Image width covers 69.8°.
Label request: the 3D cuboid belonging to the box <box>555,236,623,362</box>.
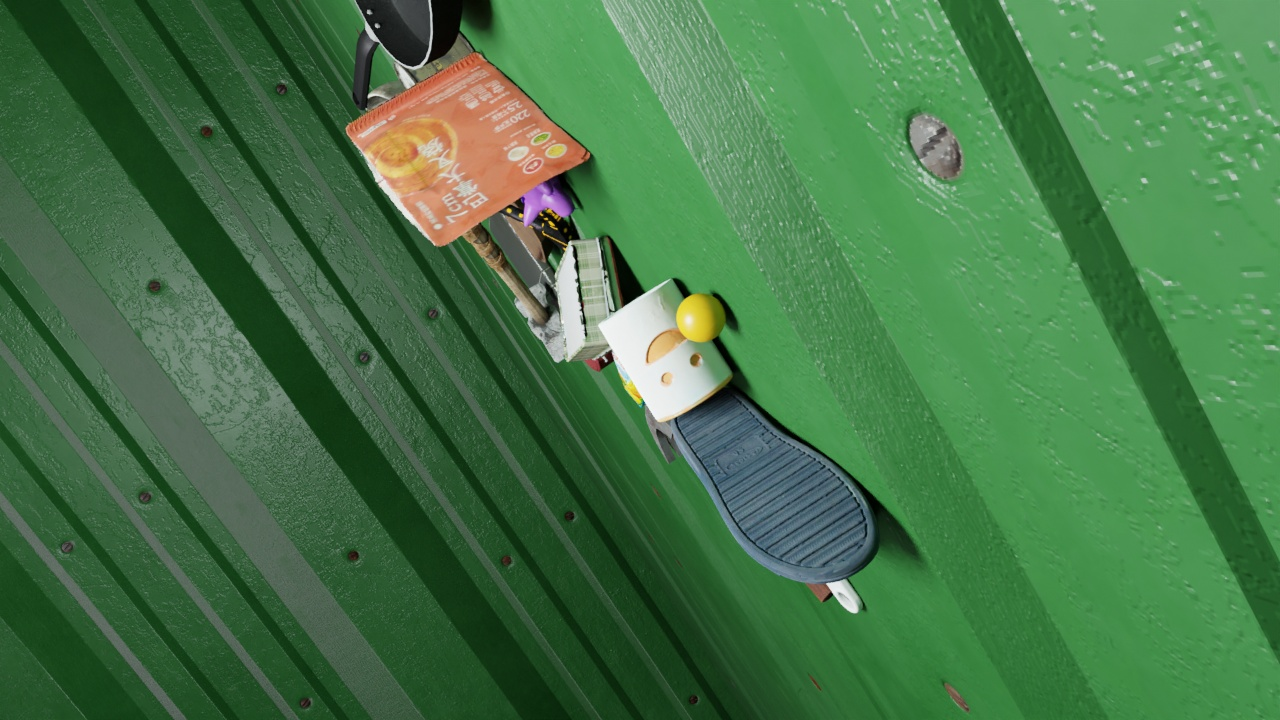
[{"bbox_3d":[-0.059,-0.063,1.023,0.206,0.050,0.117,147,117,-77],"label":"box"}]

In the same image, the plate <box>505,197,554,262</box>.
[{"bbox_3d":[-0.151,-0.189,1.199,0.131,0.025,0.131,53,169,15],"label":"plate"}]

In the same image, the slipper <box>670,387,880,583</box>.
[{"bbox_3d":[0.109,0.116,0.793,0.263,0.101,0.082,47,166,54],"label":"slipper"}]

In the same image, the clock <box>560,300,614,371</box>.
[{"bbox_3d":[-0.065,-0.034,1.225,0.096,0.048,0.138,57,168,-6],"label":"clock"}]

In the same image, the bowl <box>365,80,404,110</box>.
[{"bbox_3d":[-0.249,-0.293,1.148,0.178,0.081,0.178,34,168,8],"label":"bowl"}]

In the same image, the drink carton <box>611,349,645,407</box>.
[{"bbox_3d":[-0.007,0.007,1.118,0.044,0.038,0.129,49,167,32],"label":"drink carton"}]

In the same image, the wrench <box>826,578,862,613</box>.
[{"bbox_3d":[0.142,0.145,0.930,0.273,0.018,0.066,54,160,-3],"label":"wrench"}]

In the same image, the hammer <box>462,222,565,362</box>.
[{"bbox_3d":[-0.170,-0.110,1.190,0.121,0.049,0.319,58,180,31],"label":"hammer"}]

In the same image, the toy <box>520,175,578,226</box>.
[{"bbox_3d":[-0.115,-0.189,0.965,0.088,0.056,0.106,62,171,-27],"label":"toy"}]

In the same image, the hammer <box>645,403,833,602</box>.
[{"bbox_3d":[0.108,0.149,1.030,0.300,0.028,0.111,46,154,25],"label":"hammer"}]

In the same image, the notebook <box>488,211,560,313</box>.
[{"bbox_3d":[-0.167,-0.145,1.400,0.209,0.029,0.170,58,168,4],"label":"notebook"}]

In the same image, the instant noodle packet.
[{"bbox_3d":[-0.164,-0.196,0.873,0.221,0.164,0.084,43,163,46],"label":"instant noodle packet"}]

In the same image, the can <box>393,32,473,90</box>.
[{"bbox_3d":[-0.211,-0.303,0.999,0.090,0.074,0.090,51,169,14],"label":"can"}]

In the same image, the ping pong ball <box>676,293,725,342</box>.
[{"bbox_3d":[0.050,-0.035,0.750,0.040,0.040,0.040,53,169,15],"label":"ping pong ball"}]

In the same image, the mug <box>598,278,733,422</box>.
[{"bbox_3d":[0.023,-0.009,0.832,0.105,0.082,0.082,57,169,-5],"label":"mug"}]

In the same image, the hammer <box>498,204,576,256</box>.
[{"bbox_3d":[-0.210,-0.208,1.109,0.321,0.036,0.123,28,165,21],"label":"hammer"}]

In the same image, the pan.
[{"bbox_3d":[-0.248,-0.347,0.887,0.204,0.044,0.357,59,155,4],"label":"pan"}]
